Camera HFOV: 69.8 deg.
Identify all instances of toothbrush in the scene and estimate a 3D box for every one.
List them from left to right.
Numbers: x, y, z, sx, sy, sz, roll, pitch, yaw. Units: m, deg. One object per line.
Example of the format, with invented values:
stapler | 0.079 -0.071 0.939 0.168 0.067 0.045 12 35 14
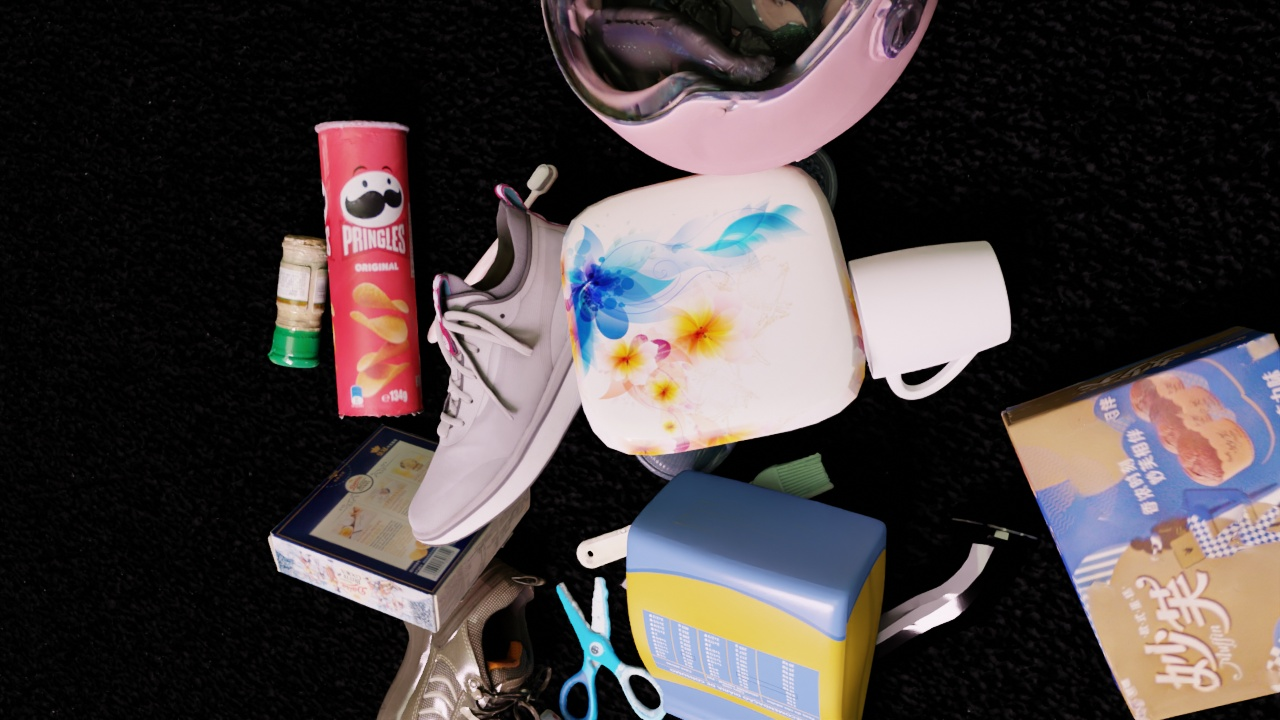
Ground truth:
toothbrush | -0.123 -0.084 0.741 0.015 0.018 0.181 42 107 11

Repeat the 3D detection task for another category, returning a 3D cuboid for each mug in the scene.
mug | 0.194 -0.023 0.615 0.088 0.080 0.114 -12 123 11

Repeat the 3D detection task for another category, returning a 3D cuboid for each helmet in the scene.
helmet | 0.080 -0.224 0.575 0.255 0.152 0.230 -51 52 -1

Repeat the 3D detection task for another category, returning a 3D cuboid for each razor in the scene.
razor | 0.206 0.170 0.640 0.156 0.057 0.060 -56 46 15

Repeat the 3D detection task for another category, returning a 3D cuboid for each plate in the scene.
plate | 0.042 -0.039 0.596 0.187 0.016 0.186 -12 74 7

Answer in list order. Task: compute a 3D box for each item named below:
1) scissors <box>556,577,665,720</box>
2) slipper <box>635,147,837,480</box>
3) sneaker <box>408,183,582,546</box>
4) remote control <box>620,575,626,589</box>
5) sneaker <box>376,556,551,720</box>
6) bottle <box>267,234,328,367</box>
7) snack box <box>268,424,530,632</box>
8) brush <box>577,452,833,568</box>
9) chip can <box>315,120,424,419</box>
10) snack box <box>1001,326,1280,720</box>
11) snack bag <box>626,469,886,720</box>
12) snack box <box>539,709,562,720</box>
scissors | -0.043 0.243 0.750 0.115 0.013 0.140 -34 87 20
slipper | 0.060 -0.033 0.638 0.101 0.082 0.264 23 99 -1
sneaker | -0.108 0.005 0.652 0.128 0.097 0.263 32 86 -22
remote control | 0.047 0.208 0.717 0.140 0.009 0.030 37 106 12
sneaker | -0.122 0.265 0.734 0.143 0.101 0.238 11 93 24
bottle | -0.292 -0.051 0.788 0.043 0.043 0.111 11 98 17
snack box | -0.181 0.124 0.715 0.145 0.144 0.043 15 127 18
brush | 0.043 0.121 0.709 0.218 0.012 0.033 -23 88 21
chip can | -0.218 -0.071 0.745 0.073 0.073 0.233 0 96 19
snack box | 0.343 0.102 0.574 0.155 0.069 0.202 -23 88 20
snack bag | 0.080 0.196 0.640 0.159 0.102 0.205 12 120 28
snack box | -0.106 0.416 0.763 0.110 0.061 0.230 36 105 12
